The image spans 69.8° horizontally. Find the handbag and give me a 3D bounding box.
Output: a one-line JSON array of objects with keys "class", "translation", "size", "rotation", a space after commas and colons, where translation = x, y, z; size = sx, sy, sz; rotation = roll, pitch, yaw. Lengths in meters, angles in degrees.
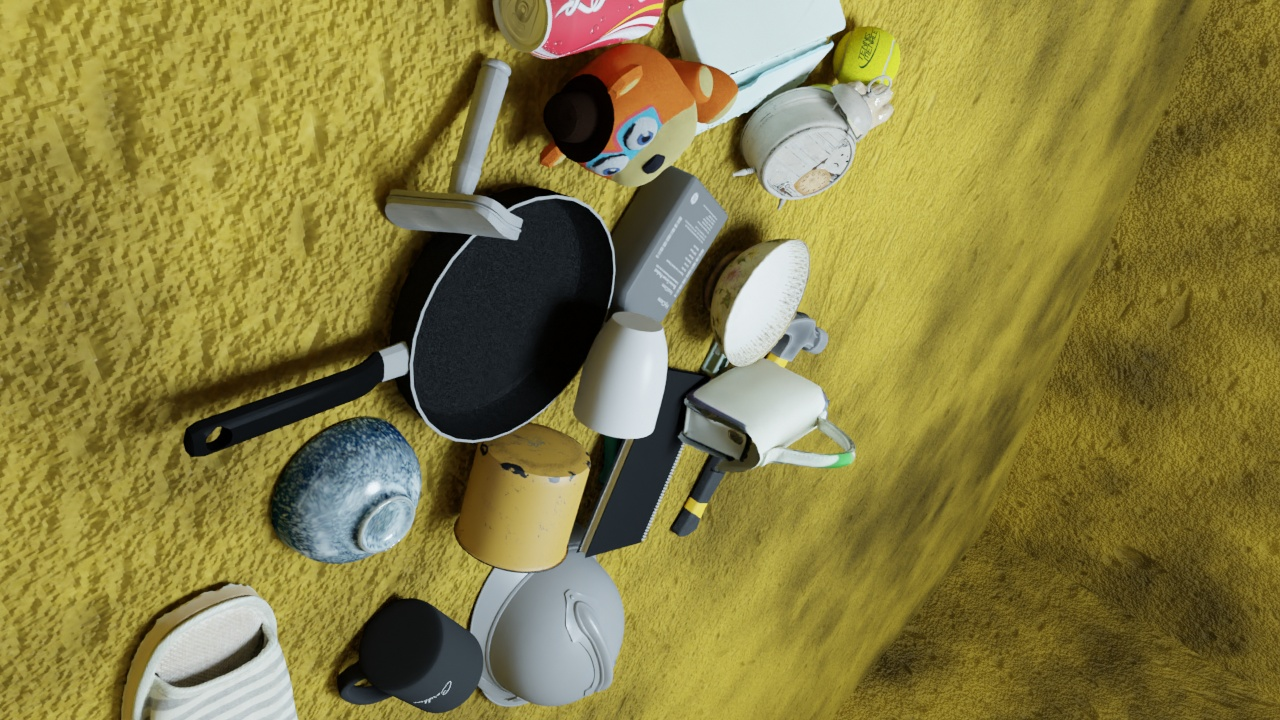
[{"class": "handbag", "translation": [0.148, 0.078, 0.990], "size": [0.150, 0.176, 0.074], "rotation": [-27, 133, -45]}]

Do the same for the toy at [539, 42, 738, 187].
[{"class": "toy", "translation": [-0.006, -0.178, 0.663], "size": [0.175, 0.096, 0.112], "rotation": [-7, 157, -48]}]

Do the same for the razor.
[{"class": "razor", "translation": [-0.107, -0.137, 0.586], "size": [0.047, 0.088, 0.116], "rotation": [29, 73, -60]}]

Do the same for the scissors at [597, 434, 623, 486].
[{"class": "scissors", "translation": [-0.021, 0.095, 0.961], "size": [0.155, 0.019, 0.124], "rotation": [-55, 149, -7]}]

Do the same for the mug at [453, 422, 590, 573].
[{"class": "mug", "translation": [-0.099, 0.108, 0.792], "size": [0.123, 0.100, 0.094], "rotation": [-95, -159, -69]}]

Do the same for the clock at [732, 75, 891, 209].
[{"class": "clock", "translation": [0.167, -0.208, 0.853], "size": [0.157, 0.061, 0.103], "rotation": [-35, 143, 28]}]

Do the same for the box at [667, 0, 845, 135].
[{"class": "box", "translation": [0.094, -0.265, 0.788], "size": [0.196, 0.074, 0.126], "rotation": [-32, 159, -36]}]

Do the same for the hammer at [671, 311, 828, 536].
[{"class": "hammer", "translation": [0.124, 0.082, 1.155], "size": [0.169, 0.034, 0.325], "rotation": [13, 107, -57]}]

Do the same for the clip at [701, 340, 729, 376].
[{"class": "clip", "translation": [0.095, -0.018, 1.028], "size": [0.042, 0.023, 0.076], "rotation": [-1, 119, -58]}]

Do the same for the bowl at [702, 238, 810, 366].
[{"class": "bowl", "translation": [0.111, -0.072, 0.960], "size": [0.144, 0.063, 0.145], "rotation": [-37, 145, -33]}]

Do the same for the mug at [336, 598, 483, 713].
[{"class": "mug", "translation": [-0.205, 0.266, 0.799], "size": [0.113, 0.078, 0.088], "rotation": [-27, 145, -2]}]

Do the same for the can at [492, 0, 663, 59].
[{"class": "can", "translation": [-0.038, -0.234, 0.591], "size": [0.104, 0.064, 0.064], "rotation": [-30, 140, -39]}]

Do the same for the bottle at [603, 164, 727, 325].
[{"class": "bottle", "translation": [0.003, -0.079, 0.810], "size": [0.174, 0.046, 0.083], "rotation": [-58, 150, 0]}]

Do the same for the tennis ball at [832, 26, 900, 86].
[{"class": "tennis ball", "translation": [0.226, -0.301, 0.920], "size": [0.065, 0.065, 0.065], "rotation": [-36, 143, -33]}]

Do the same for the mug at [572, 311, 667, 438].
[{"class": "mug", "translation": [-0.005, 0.005, 0.780], "size": [0.107, 0.071, 0.089], "rotation": [-28, 137, -60]}]

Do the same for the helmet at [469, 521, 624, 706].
[{"class": "helmet", "translation": [-0.073, 0.299, 0.967], "size": [0.182, 0.118, 0.272], "rotation": [-36, 139, -34]}]

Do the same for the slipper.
[{"class": "slipper", "translation": [-0.312, 0.282, 0.672], "size": [0.114, 0.054, 0.273], "rotation": [-14, 129, -44]}]

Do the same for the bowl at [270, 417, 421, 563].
[{"class": "bowl", "translation": [-0.200, 0.105, 0.665], "size": [0.114, 0.061, 0.115], "rotation": [-37, 145, -32]}]

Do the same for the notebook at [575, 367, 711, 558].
[{"class": "notebook", "translation": [0.008, 0.107, 0.981], "size": [0.149, 0.016, 0.207], "rotation": [10, 104, -66]}]

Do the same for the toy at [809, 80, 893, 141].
[{"class": "toy", "translation": [0.193, -0.242, 0.910], "size": [0.118, 0.043, 0.092], "rotation": [-18, 144, 3]}]

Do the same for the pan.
[{"class": "pan", "translation": [-0.151, -0.012, 0.646], "size": [0.354, 0.044, 0.204], "rotation": [-24, 136, -44]}]
